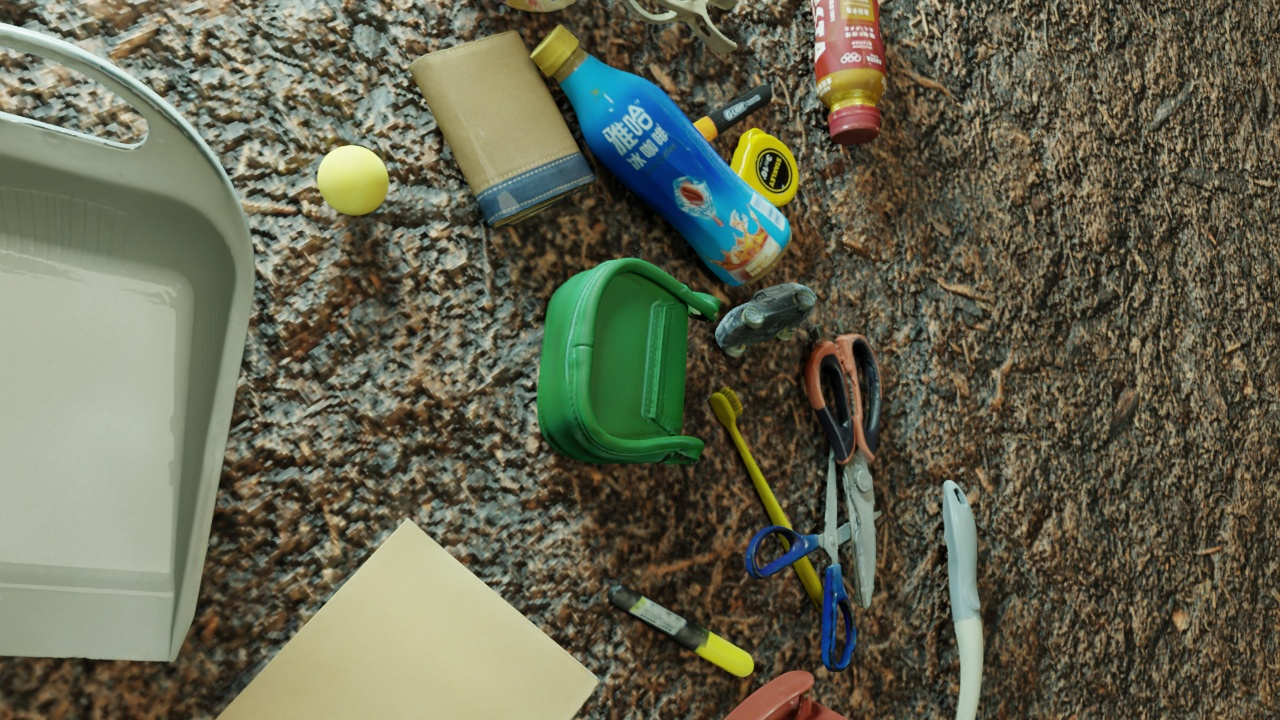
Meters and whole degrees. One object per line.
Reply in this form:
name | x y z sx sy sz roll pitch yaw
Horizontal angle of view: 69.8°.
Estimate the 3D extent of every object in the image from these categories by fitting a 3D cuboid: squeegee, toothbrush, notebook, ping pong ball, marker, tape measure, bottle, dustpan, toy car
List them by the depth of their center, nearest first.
dustpan | -0.288 0.002 0.396 0.222 0.143 0.257 12 75 -29
notebook | -0.143 0.209 0.489 0.149 0.012 0.211 38 63 7
ping pong ball | -0.169 -0.106 0.539 0.040 0.040 0.040 5 80 -30
marker | 0.028 0.186 0.631 0.124 0.015 0.018 34 66 -19
bottle | 0.014 -0.141 0.636 0.218 0.065 0.065 40 65 -22
toothbrush | 0.100 0.105 0.685 0.016 0.016 0.190 -33 100 -37
toy car | 0.093 -0.033 0.686 0.090 0.043 0.034 -20 66 -34
marker | 0.062 -0.184 0.704 0.123 0.015 0.018 -38 106 -31
tape measure | 0.093 -0.143 0.708 0.057 0.029 0.060 26 70 -24
squeegee | 0.263 0.221 0.751 0.246 0.039 0.246 12 77 -29
bottle | 0.171 -0.268 0.757 0.057 0.058 0.175 1 82 -31

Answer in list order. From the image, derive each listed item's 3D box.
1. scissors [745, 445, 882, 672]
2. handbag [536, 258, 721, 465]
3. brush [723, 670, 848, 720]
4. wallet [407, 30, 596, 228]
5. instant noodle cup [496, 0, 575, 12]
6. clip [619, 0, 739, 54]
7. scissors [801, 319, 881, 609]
scissors | 0.136 0.144 0.685 0.162 0.012 0.175 14 67 -38
handbag | -0.004 0.004 0.606 0.120 0.068 0.131 10 78 -30
brush | 0.070 0.271 0.615 0.145 0.063 0.069 -27 108 -29
wallet | -0.089 -0.151 0.600 0.090 0.033 0.115 -32 99 -33
instant noodle cup | -0.067 -0.304 0.596 0.111 0.112 0.099 32 61 -23
clip | 0.034 -0.270 0.691 0.100 0.035 0.076 13 76 -34
scissors | 0.155 0.078 0.705 0.177 0.015 0.209 45 55 -17
